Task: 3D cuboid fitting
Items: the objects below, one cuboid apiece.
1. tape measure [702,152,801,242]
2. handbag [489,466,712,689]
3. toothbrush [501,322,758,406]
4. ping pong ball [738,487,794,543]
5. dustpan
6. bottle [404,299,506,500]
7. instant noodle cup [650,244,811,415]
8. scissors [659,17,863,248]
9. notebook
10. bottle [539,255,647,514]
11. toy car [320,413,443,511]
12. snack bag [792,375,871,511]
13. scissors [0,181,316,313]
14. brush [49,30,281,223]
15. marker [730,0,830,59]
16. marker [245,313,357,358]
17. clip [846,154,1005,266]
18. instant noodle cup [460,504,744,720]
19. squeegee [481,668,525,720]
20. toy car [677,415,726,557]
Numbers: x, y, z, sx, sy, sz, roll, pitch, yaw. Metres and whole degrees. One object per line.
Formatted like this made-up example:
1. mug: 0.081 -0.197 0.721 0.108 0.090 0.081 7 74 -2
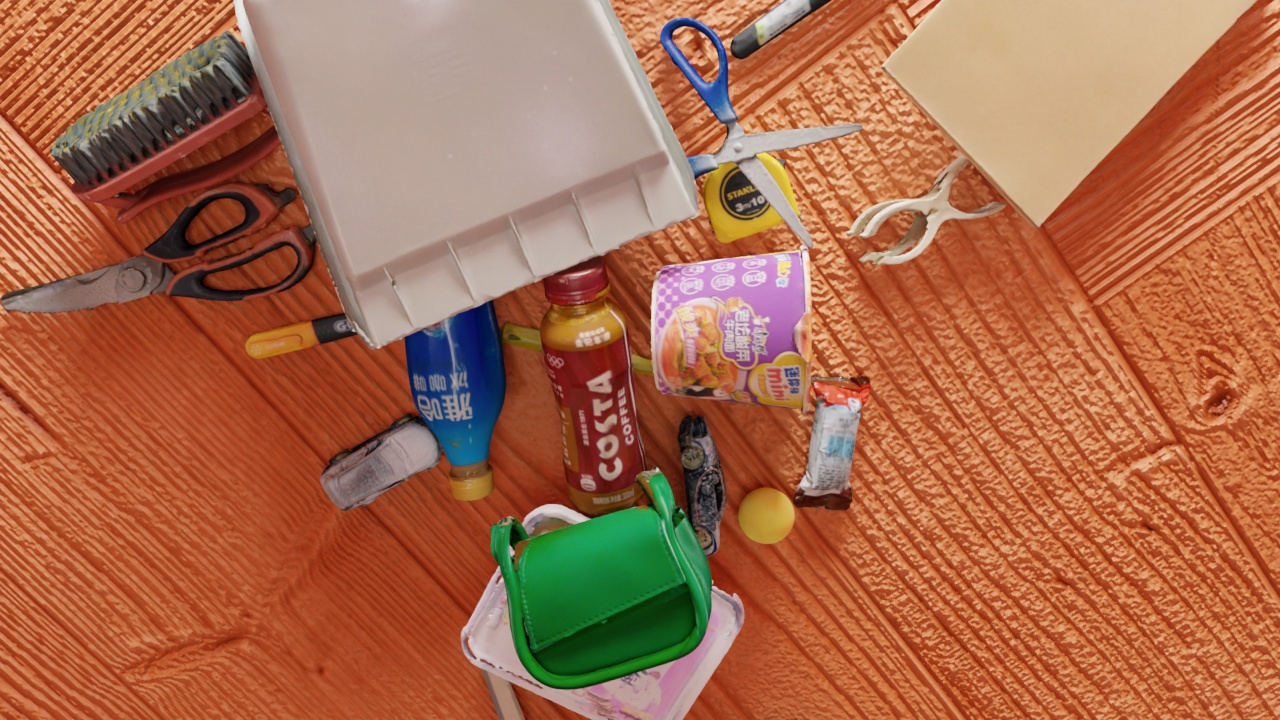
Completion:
1. tape measure: 0.070 -0.110 0.604 0.060 0.029 0.057 -20 106 6
2. handbag: -0.022 0.142 0.598 0.131 0.068 0.120 -17 97 5
3. toothbrush: -0.004 0.004 0.641 0.190 0.016 0.016 14 106 -5
4. ping pong ball: 0.091 0.112 0.661 0.040 0.040 0.040 0 106 -1
5. dustpan: -0.118 -0.182 0.549 0.222 0.142 0.258 -23 119 -5
6. bottle: -0.125 -0.012 0.611 0.065 0.065 0.219 -4 107 0
7. instant noodle cup: 0.059 -0.020 0.594 0.099 0.111 0.112 1 106 8
8. scissors: 0.050 -0.137 0.577 0.163 0.012 0.176 -28 83 24
9. notebook: 0.275 -0.212 0.577 0.149 0.012 0.211 42 95 -10
10. bottle: -0.032 0.017 0.608 0.057 0.057 0.175 -7 117 1
11. toy car: -0.184 0.073 0.650 0.090 0.034 0.043 -29 101 6
12. snack bag: 0.137 0.060 0.655 0.045 0.026 0.105 2 107 -11
13. scissors: -0.331 -0.074 0.615 0.210 0.015 0.177 21 106 -7
14. brush: -0.294 -0.138 0.577 0.146 0.063 0.069 -27 134 7
15. marker: 0.110 -0.231 0.579 0.124 0.015 0.018 -33 103 11
16. marker: -0.211 -0.022 0.632 0.124 0.015 0.018 -13 110 1
17. clip: 0.190 -0.097 0.610 0.100 0.035 0.076 -31 103 -2
18. instant noodle cup: -0.027 0.182 0.670 0.173 0.060 0.138 28 103 -10
19. squeegee: 0.025 0.327 0.722 0.246 0.039 0.246 -14 106 3
20. toy car: 0.045 0.090 0.650 0.031 0.049 0.106 -5 107 2
